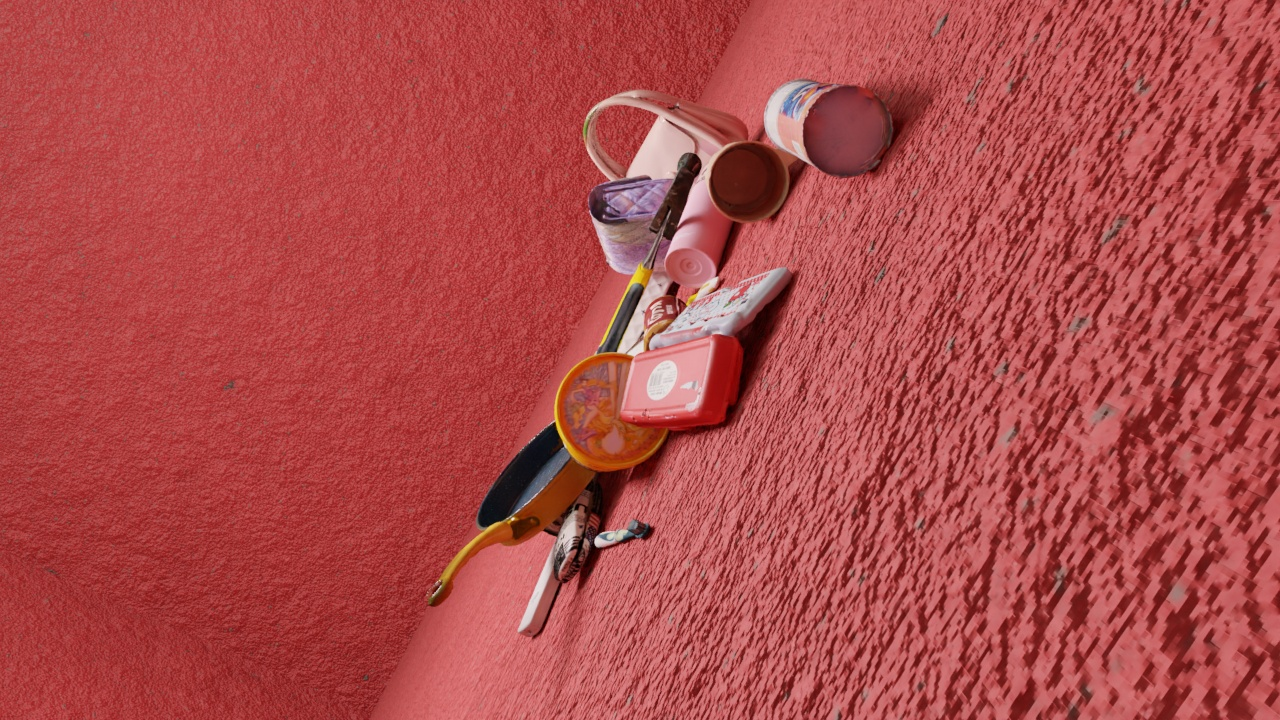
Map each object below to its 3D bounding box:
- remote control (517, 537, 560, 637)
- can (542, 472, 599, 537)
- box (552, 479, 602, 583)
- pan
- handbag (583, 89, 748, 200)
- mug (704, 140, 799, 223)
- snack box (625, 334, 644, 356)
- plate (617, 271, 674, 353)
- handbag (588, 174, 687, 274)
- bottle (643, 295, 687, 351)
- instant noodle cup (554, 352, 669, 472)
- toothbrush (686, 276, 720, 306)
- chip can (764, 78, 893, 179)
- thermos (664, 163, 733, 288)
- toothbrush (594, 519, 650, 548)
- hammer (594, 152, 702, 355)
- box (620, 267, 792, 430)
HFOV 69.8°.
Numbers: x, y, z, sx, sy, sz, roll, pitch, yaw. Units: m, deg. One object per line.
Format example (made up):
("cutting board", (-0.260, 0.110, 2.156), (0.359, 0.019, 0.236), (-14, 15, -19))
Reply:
("remote control", (-0.108, 0.262, 1.097), (0.056, 0.019, 0.134), (-51, 14, 56))
("can", (-0.087, 0.154, 1.189), (0.058, 0.058, 0.146), (-54, 11, 48))
("box", (-0.072, 0.186, 1.027), (0.164, 0.052, 0.069), (-86, 8, -71))
("pan", (-0.142, 0.164, 1.029), (0.198, 0.078, 0.356), (-37, 17, 28))
("handbag", (0.026, -0.307, 1.361), (0.194, 0.234, 0.093), (-54, 10, 47))
("mug", (0.128, -0.207, 0.987), (0.125, 0.084, 0.103), (-36, 11, 9))
("snack box", (-0.007, 0.007, 1.201), (0.084, 0.027, 0.157), (-45, 7, 0))
("plate", (-0.010, -0.065, 1.426), (0.205, 0.045, 0.204), (-57, 5, 8))
("handbag", (0.005, -0.188, 1.287), (0.194, 0.134, 0.075), (73, -170, -72))
("bottle", (0.032, -0.037, 1.062), (0.057, 0.057, 0.174), (-60, 8, 15))
("instant noodle cup", (-0.034, 0.064, 0.966), (0.115, 0.118, 0.118), (118, 177, -72))
("toothbrush", (0.064, -0.078, 1.137), (0.016, 0.018, 0.192), (-66, 8, -14))
("chip can", (0.154, -0.201, 0.782), (0.071, 0.071, 0.214), (-60, 9, 16))
("thermos", (0.094, -0.182, 1.163), (0.087, 0.067, 0.198), (-15, 37, 36))
("toothbrush", (-0.023, 0.167, 0.879), (0.016, 0.018, 0.192), (-66, 9, -19))
("hammer", (-0.001, -0.107, 1.185), (0.125, 0.032, 0.324), (-69, 4, -50))
("box", (0.051, -0.010, 0.832), (0.161, 0.058, 0.201), (-63, 16, -14))
